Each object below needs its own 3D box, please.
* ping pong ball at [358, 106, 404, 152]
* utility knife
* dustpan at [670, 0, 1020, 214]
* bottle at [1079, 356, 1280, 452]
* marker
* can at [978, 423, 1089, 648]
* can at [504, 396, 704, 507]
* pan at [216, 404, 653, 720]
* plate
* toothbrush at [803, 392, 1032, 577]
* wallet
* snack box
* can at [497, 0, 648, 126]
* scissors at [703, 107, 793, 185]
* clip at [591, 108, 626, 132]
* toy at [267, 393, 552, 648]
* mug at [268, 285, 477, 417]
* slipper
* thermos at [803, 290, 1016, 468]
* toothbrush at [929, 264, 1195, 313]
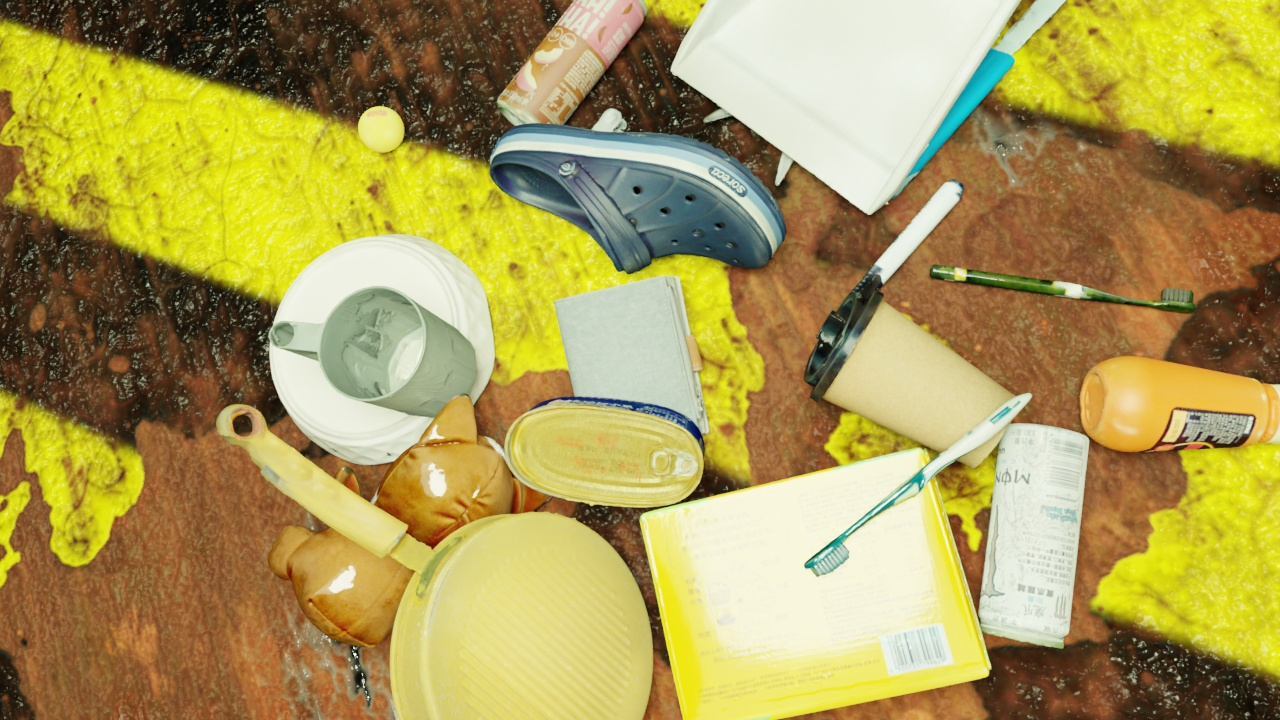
[{"bbox_3d":[-0.234,-0.208,0.828,0.040,0.040,0.040,-3,78,12],"label":"ping pong ball"},{"bbox_3d":[0.266,-0.220,0.729,0.223,0.018,0.034,-47,71,1],"label":"utility knife"},{"bbox_3d":[0.173,-0.291,0.681,0.222,0.142,0.257,41,87,19],"label":"dustpan"},{"bbox_3d":[0.388,0.034,0.631,0.149,0.067,0.066,4,79,6],"label":"bottle"},{"bbox_3d":[0.206,-0.089,0.715,0.018,0.022,0.131,41,91,-9],"label":"marker"},{"bbox_3d":[0.272,0.120,0.637,0.058,0.058,0.146,9,81,14],"label":"can"},{"bbox_3d":[-0.025,0.067,0.694,0.148,0.049,0.075,5,100,6],"label":"can"},{"bbox_3d":[-0.136,0.150,0.623,0.357,0.078,0.197,48,47,-17],"label":"pan"},{"bbox_3d":[-0.228,-0.015,0.784,0.205,0.045,0.204,-2,78,11],"label":"plate"},{"bbox_3d":[0.188,0.083,0.614,0.191,0.016,0.018,-38,84,-1],"label":"toothbrush"},{"bbox_3d":[-0.004,0.004,0.731,0.106,0.037,0.129,-12,90,7],"label":"wallet"},{"bbox_3d":[0.119,0.163,0.656,0.210,0.070,0.157,-15,75,9],"label":"snack box"},{"bbox_3d":[-0.059,-0.260,0.790,0.058,0.058,0.147,37,88,17],"label":"can"},{"bbox_3d":[0.161,-0.252,0.759,0.221,0.021,0.232,-3,76,13],"label":"scissors"},{"bbox_3d":[-0.036,-0.191,0.791,0.058,0.036,0.025,-47,71,0],"label":"clip"},{"bbox_3d":[-0.176,0.126,0.716,0.199,0.140,0.130,-43,32,0],"label":"toy"},{"bbox_3d":[-0.198,-0.005,0.697,0.124,0.103,0.083,6,80,14],"label":"mug"},{"bbox_3d":[-0.014,-0.122,0.726,0.253,0.105,0.095,18,75,18],"label":"slipper"},{"bbox_3d":[0.193,0.015,0.666,0.143,0.093,0.093,31,86,8],"label":"thermos"},{"bbox_3d":[0.314,-0.057,0.689,0.186,0.012,0.017,10,75,14],"label":"toothbrush"}]
